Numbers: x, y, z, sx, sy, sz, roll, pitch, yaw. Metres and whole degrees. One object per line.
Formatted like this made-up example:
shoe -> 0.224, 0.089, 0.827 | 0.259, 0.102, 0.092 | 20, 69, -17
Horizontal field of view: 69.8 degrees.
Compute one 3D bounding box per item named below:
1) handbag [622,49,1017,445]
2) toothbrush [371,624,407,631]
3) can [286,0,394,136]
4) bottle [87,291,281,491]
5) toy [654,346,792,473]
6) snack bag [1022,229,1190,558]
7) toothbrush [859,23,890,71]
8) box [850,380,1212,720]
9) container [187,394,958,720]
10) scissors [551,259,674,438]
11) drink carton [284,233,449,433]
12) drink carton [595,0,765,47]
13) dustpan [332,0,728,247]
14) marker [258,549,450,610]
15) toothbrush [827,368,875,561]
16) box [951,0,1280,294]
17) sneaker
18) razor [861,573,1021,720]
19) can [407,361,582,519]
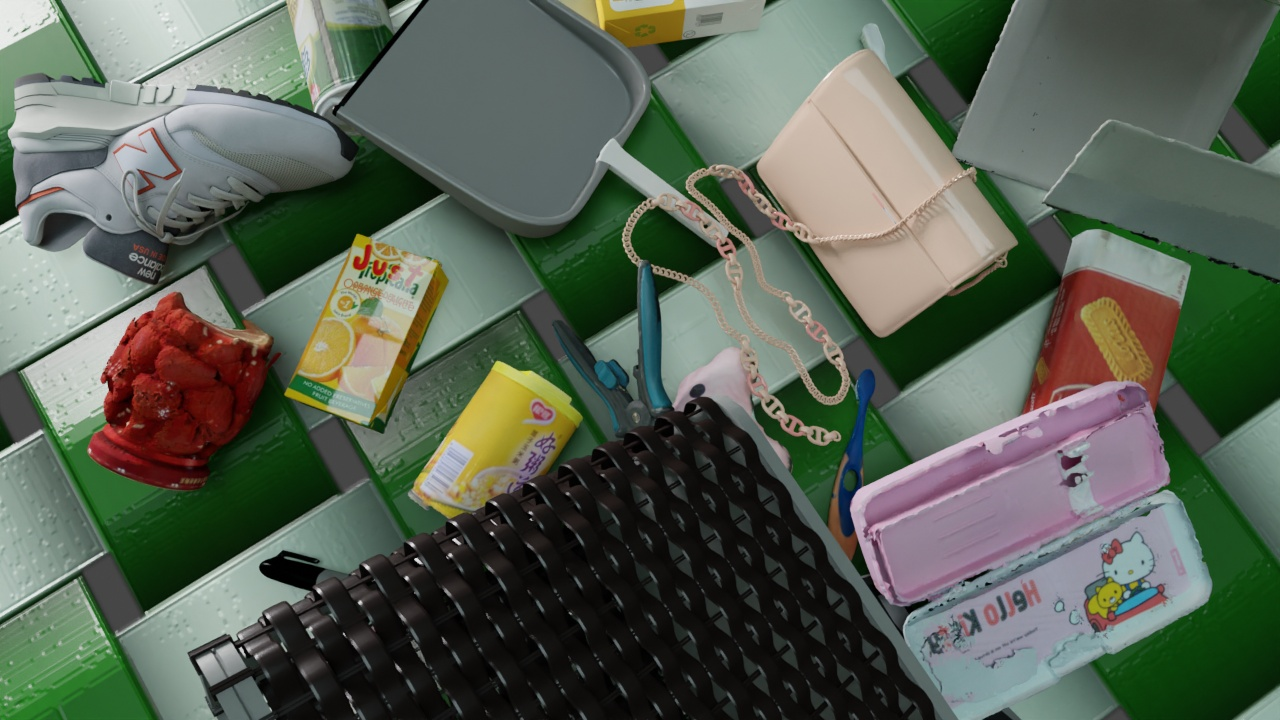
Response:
handbag -> 0.120, -0.071, 0.567 | 0.186, 0.117, 0.198 | -30, 81, -24
toothbrush -> -0.152, 0.164, 0.588 | 0.135, 0.016, 0.021 | -44, 82, -6
can -> -0.204, -0.223, 0.637 | 0.067, 0.067, 0.121 | -17, 79, -4
bottle -> -0.285, 0.017, 0.579 | 0.099, 0.099, 0.111 | 24, 91, 4
toy -> 0.041, 0.049, 0.596 | 0.096, 0.053, 0.099 | -21, 69, 8
snack bag -> 0.299, 0.027, 0.611 | 0.077, 0.041, 0.225 | 21, 78, 1
toothbrush -> 0.193, -0.156, 0.658 | 0.012, 0.017, 0.186 | -17, 81, -1
box -> 0.235, 0.111, 0.550 | 0.201, 0.041, 0.153 | -21, 97, -10
container -> -0.031, 0.191, 0.439 | 0.243, 0.248, 0.245 | -28, 80, -31
scissors -> -0.004, 0.003, 0.588 | 0.148, 0.019, 0.118 | 48, 122, 28
drink carton -> -0.178, -0.020, 0.610 | 0.058, 0.041, 0.122 | 20, 78, 3
drink carton -> 0.030, -0.269, 0.663 | 0.122, 0.040, 0.058 | -9, 79, -3
dustpan -> -0.050, -0.153, 0.625 | 0.257, 0.033, 0.162 | 35, 68, -13
marker -> -0.179, 0.143, 0.582 | 0.139, 0.016, 0.022 | 10, 60, 11
toothbrush -> 0.141, 0.072, 0.612 | 0.021, 0.017, 0.135 | 10, 81, 5
box -> 0.325, -0.195, 0.662 | 0.167, 0.447, 0.164 | 20, 68, 3
sneaker -> -0.312, -0.111, 0.610 | 0.240, 0.089, 0.124 | 9, 83, 9
razor -> 0.181, 0.194, 0.571 | 0.156, 0.057, 0.060 | 49, 50, 8
can -> -0.091, 0.058, 0.583 | 0.067, 0.068, 0.105 | 32, 80, 5
